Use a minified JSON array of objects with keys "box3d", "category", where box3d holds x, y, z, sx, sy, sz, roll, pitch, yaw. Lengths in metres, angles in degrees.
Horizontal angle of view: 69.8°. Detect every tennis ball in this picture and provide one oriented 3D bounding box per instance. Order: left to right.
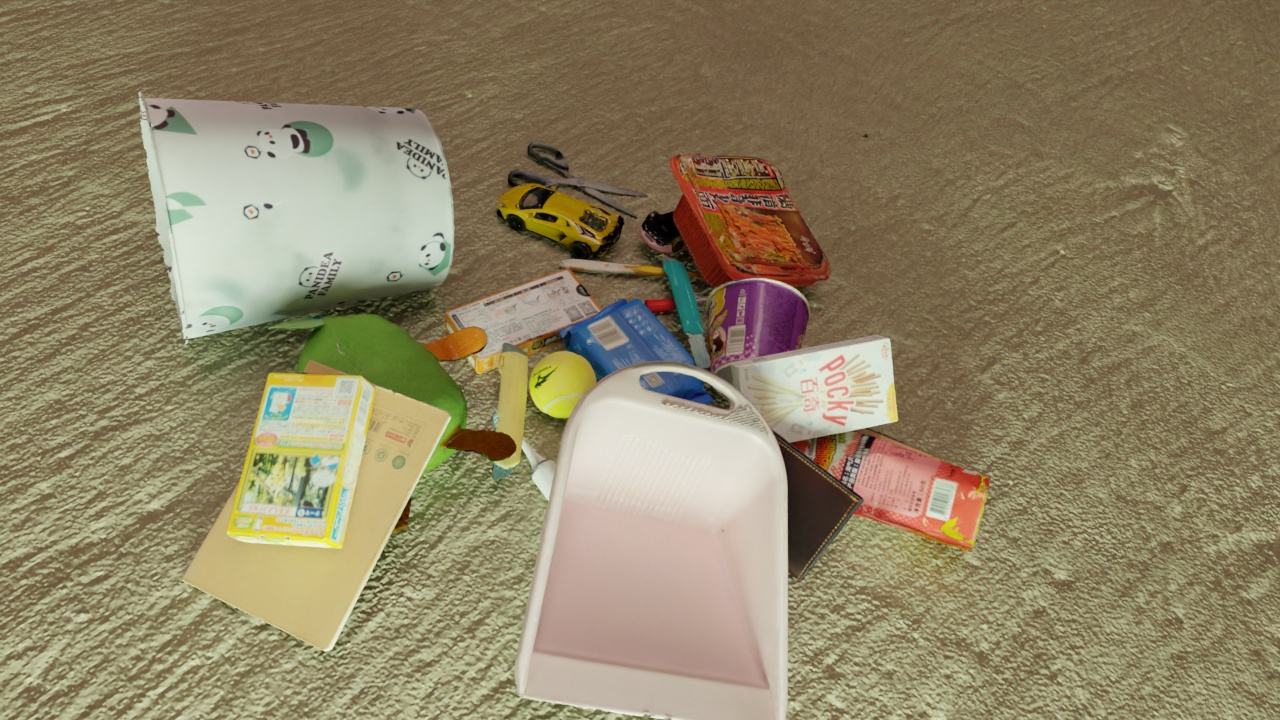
[{"box3d":[-0.076,0.024,0.895,0.065,0.066,0.065,6,49,-7],"category":"tennis ball"}]

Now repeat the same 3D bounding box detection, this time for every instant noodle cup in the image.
[{"box3d":[0.117,-0.147,1.050,0.164,0.079,0.188,-5,59,-37],"category":"instant noodle cup"},{"box3d":[0.118,-0.014,0.948,0.111,0.112,0.099,11,58,-2],"category":"instant noodle cup"}]

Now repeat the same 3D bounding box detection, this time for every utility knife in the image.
[{"box3d":[-0.124,0.044,0.869,0.031,0.018,0.164,5,43,-8],"category":"utility knife"},{"box3d":[0.048,-0.054,0.982,0.029,0.013,0.205,6,37,-14],"category":"utility knife"}]

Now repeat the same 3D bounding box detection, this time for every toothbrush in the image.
[{"box3d":[-0.074,0.121,0.838,0.221,0.026,0.026,49,21,27],"category":"toothbrush"},{"box3d":[0.002,-0.100,1.054,0.191,0.018,0.016,4,45,-5],"category":"toothbrush"}]

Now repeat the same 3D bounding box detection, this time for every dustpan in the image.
[{"box3d":[0.024,0.137,0.738,0.222,0.139,0.272,13,38,-19],"category":"dustpan"}]

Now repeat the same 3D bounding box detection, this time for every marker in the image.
[{"box3d":[0.075,-0.065,1.036,0.145,0.017,0.017,-5,51,-15],"category":"marker"}]

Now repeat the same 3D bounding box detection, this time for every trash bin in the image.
[{"box3d":[-0.332,-0.148,0.897,0.251,0.230,0.229,-11,53,-28],"category":"trash bin"}]

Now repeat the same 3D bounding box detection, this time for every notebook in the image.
[{"box3d":[-0.264,0.111,0.753,0.148,0.008,0.207,18,71,17],"category":"notebook"}]

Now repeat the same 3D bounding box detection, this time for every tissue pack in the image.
[{"box3d":[-0.006,0.005,0.935,0.094,0.052,0.157,-26,60,-27],"category":"tissue pack"}]

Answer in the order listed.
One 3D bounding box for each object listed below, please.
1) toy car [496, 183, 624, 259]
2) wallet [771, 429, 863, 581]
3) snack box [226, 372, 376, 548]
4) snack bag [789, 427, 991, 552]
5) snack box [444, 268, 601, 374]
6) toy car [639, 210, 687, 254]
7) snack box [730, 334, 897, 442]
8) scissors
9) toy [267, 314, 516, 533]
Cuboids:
[{"box3d":[-0.096,-0.168,1.074,0.156,0.041,0.071,23,49,10],"category":"toy car"},{"box3d":[0.127,0.128,0.845,0.122,0.020,0.096,37,93,18],"category":"wallet"},{"box3d":[-0.273,0.079,0.746,0.087,0.034,0.140,1,65,10],"category":"snack box"},{"box3d":[0.226,0.112,0.888,0.208,0.073,0.128,18,42,15],"category":"snack bag"},{"box3d":[-0.122,-0.044,0.971,0.153,0.026,0.075,-23,58,-27],"category":"snack box"},{"box3d":[0.049,-0.155,1.098,0.122,0.037,0.056,-23,64,-42],"category":"toy car"},{"box3d":[0.169,0.030,0.888,0.156,0.085,0.027,-10,10,-9],"category":"snack box"},{"box3d":[-0.082,-0.224,1.144,0.159,0.014,0.174,-18,57,-25],"category":"scissors"},{"box3d":[-0.232,0.040,0.832,0.226,0.090,0.246,-34,62,-17],"category":"toy"}]
